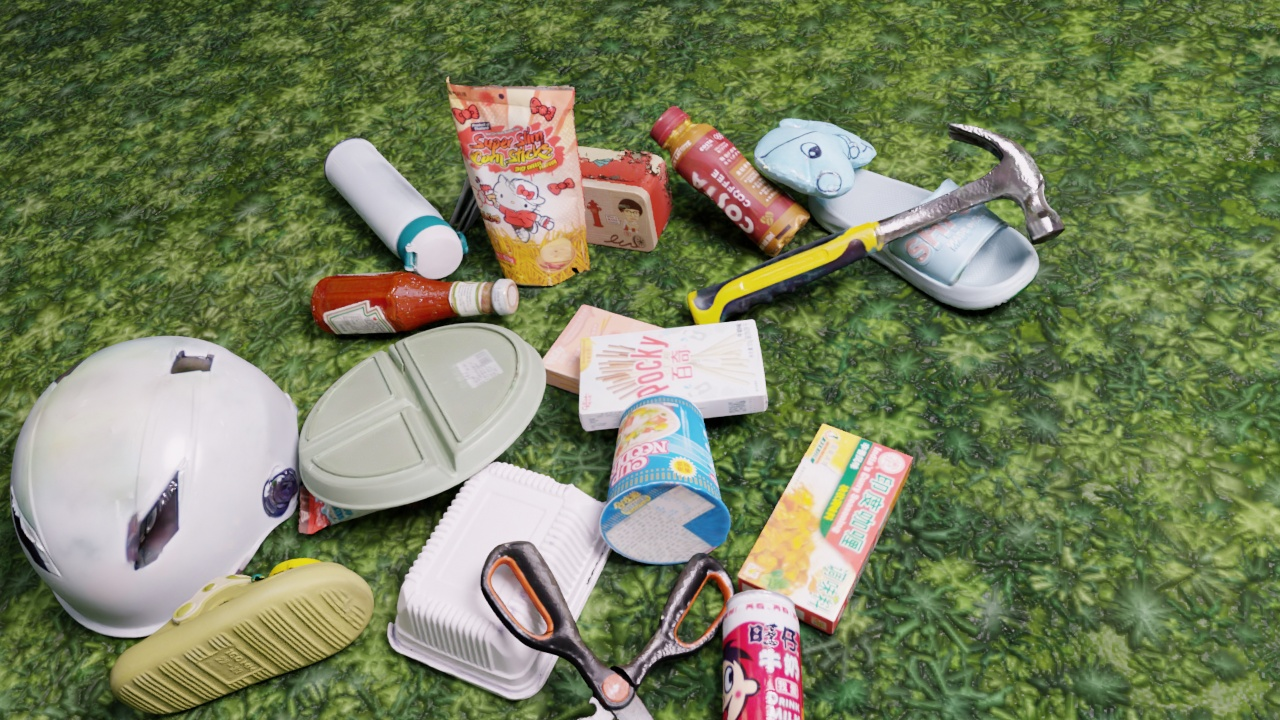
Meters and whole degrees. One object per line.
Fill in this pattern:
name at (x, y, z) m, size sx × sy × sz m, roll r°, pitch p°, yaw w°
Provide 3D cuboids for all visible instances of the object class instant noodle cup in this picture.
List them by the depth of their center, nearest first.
instant noodle cup at (-0.107, 0.153, 0.704) m, size 0.138 × 0.060 × 0.173 m, roll 14°, pitch 52°, yaw 21°
instant noodle cup at (0.017, 0.088, 0.721) m, size 0.099 × 0.099 × 0.109 m, roll -6°, pitch 41°, yaw 4°

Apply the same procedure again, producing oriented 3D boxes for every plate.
plate at (-0.194, 0.038, 0.801) m, size 0.230 × 0.027 × 0.229 m, roll -13°, pitch 36°, yaw 10°

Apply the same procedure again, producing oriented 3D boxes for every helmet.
helmet at (-0.414, 0.080, 0.763) m, size 0.229 × 0.146 × 0.258 m, roll -4°, pitch 49°, yaw 7°

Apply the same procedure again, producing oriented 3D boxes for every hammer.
hammer at (0.193, -0.107, 0.824) m, size 0.324 × 0.032 × 0.126 m, roll -22°, pitch 76°, yaw 14°

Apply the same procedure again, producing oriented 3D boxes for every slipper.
slipper at (-0.299, 0.192, 0.687) m, size 0.190 × 0.092 × 0.081 m, roll -24°, pitch 48°, yaw -6°
slipper at (0.266, -0.135, 0.874) m, size 0.103 × 0.074 × 0.245 m, roll -38°, pitch 52°, yaw -22°

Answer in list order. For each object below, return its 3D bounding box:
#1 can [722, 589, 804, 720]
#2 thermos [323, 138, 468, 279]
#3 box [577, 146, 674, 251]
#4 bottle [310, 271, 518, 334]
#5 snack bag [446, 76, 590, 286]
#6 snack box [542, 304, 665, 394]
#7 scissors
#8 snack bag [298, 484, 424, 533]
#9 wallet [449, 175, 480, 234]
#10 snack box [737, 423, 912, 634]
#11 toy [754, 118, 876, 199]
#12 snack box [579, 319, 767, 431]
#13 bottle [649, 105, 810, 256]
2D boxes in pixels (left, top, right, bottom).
can at (0.081, 0.224, 0.612) m, size 0.053 × 0.053 × 0.132 m, roll -2°, pitch 50°, yaw 8°
thermos at (-0.267, -0.166, 1.002) m, size 0.073 × 0.073 × 0.224 m, roll -33°, pitch 53°, yaw -18°
box at (-0.054, -0.180, 0.957) m, size 0.168 × 0.091 × 0.077 m, roll 11°, pitch 55°, yaw 18°
bottle at (-0.219, -0.058, 0.894) m, size 0.206 × 0.060 × 0.059 m, roll -2°, pitch 49°, yaw 15°
snack bag at (-0.111, -0.172, 0.884) m, size 0.129 × 0.208 × 0.073 m, roll 10°, pitch 47°, yaw 16°
snack box at (-0.005, 0.005, 0.833) m, size 0.157 × 0.026 × 0.084 m, roll 18°, pitch 55°, yaw 24°
scissors at (-0.022, 0.205, 0.627) m, size 0.221 × 0.022 × 0.229 m, roll 37°, pitch 53°, yaw 7°
snack bag at (-0.237, 0.116, 0.781) m, size 0.104 × 0.026 × 0.048 m, roll -13°, pitch 61°, yaw -1°
wallet at (-0.159, -0.206, 1.000) m, size 0.037 × 0.107 × 0.129 m, roll 30°, pitch 56°, yaw -9°
snack box at (0.143, 0.124, 0.704) m, size 0.077 × 0.027 × 0.155 m, roll 21°, pitch 56°, yaw 24°
toy at (0.168, -0.202, 0.902) m, size 0.156 × 0.050 × 0.161 m, roll -10°, pitch 40°, yaw -25°
snack box at (0.026, 0.012, 0.786) m, size 0.157 × 0.027 × 0.084 m, roll -6°, pitch 50°, yaw 4°
bottle at (0.085, -0.180, 0.907) m, size 0.175 × 0.058 × 0.057 m, roll 42°, pitch 64°, yaw 4°
